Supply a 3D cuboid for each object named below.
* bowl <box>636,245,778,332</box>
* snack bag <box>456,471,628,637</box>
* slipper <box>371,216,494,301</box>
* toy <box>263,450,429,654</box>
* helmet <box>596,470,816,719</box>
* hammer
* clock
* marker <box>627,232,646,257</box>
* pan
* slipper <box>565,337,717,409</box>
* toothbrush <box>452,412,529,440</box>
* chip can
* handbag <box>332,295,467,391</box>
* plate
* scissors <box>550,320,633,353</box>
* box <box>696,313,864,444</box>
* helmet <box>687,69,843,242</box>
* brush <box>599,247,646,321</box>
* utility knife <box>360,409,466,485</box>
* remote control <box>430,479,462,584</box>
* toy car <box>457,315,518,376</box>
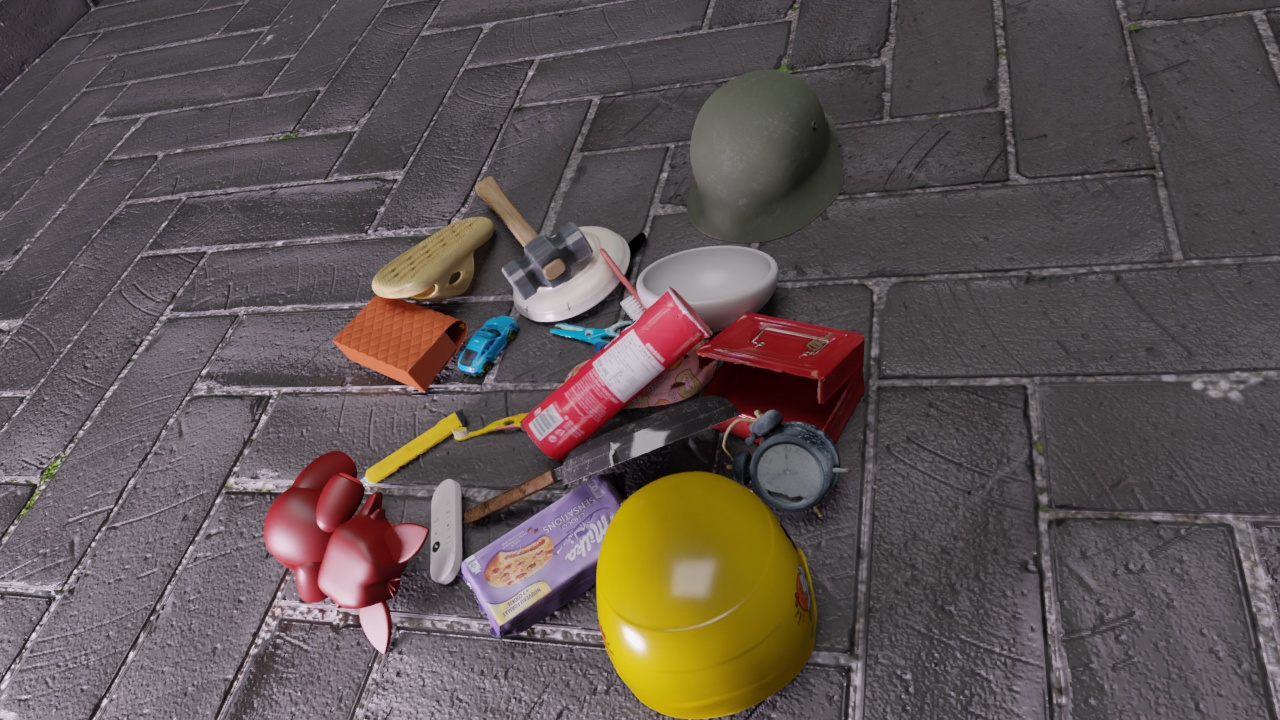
[{"bbox_3d":[0.086,-0.081,1.151,0.176,0.066,0.176,-8,28,4],"label":"bowl"},{"bbox_3d":[-0.084,0.206,0.975,0.205,0.058,0.096,-31,50,-13],"label":"snack bag"},{"bbox_3d":[-0.296,-0.135,1.357,0.111,0.079,0.260,1,31,24],"label":"slipper"},{"bbox_3d":[-0.324,0.207,1.021,0.197,0.120,0.158,26,99,26],"label":"toy"},{"bbox_3d":[0.048,0.198,0.843,0.209,0.140,0.239,-18,62,4],"label":"helmet"},{"bbox_3d":[-0.180,-0.199,1.340,0.117,0.051,0.322,-35,40,-4],"label":"hammer"},{"bbox_3d":[0.146,0.103,0.947,0.129,0.090,0.052,30,22,15],"label":"clock"},{"bbox_3d":[-0.031,-0.133,1.291,0.022,0.016,0.138,6,51,48],"label":"marker"},{"bbox_3d":[-0.058,0.109,1.000,0.358,0.207,0.040,-23,85,22],"label":"pan"},{"bbox_3d":[-0.007,0.007,1.112,0.197,0.081,0.093,-15,47,11],"label":"slipper"},{"bbox_3d":[-0.172,0.081,1.150,0.135,0.016,0.021,-12,42,11],"label":"toothbrush"},{"bbox_3d":[-0.029,0.019,1.043,0.233,0.073,0.073,-41,45,9],"label":"chip can"},{"bbox_3d":[-0.329,-0.029,1.278,0.172,0.060,0.108,19,63,36],"label":"handbag"},{"bbox_3d":[-0.105,-0.132,1.293,0.182,0.034,0.182,-16,44,16],"label":"plate"},{"bbox_3d":[-0.067,-0.028,1.213,0.140,0.015,0.083,8,53,24],"label":"scissors"},{"bbox_3d":[0.161,0.026,1.032,0.157,0.123,0.136,15,38,35],"label":"box"},{"bbox_3d":[0.165,-0.313,1.286,0.227,0.154,0.267,13,55,30],"label":"helmet"},{"bbox_3d":[-0.015,-0.082,1.201,0.030,0.041,0.172,-37,63,0],"label":"brush"},{"bbox_3d":[-0.288,0.112,1.167,0.155,0.017,0.030,-31,41,-10],"label":"utility knife"},{"bbox_3d":[-0.224,0.195,1.057,0.043,0.013,0.136,-37,41,24],"label":"remote control"},{"bbox_3d":[-0.209,-0.025,1.251,0.048,0.032,0.105,15,55,31],"label":"toy car"}]
